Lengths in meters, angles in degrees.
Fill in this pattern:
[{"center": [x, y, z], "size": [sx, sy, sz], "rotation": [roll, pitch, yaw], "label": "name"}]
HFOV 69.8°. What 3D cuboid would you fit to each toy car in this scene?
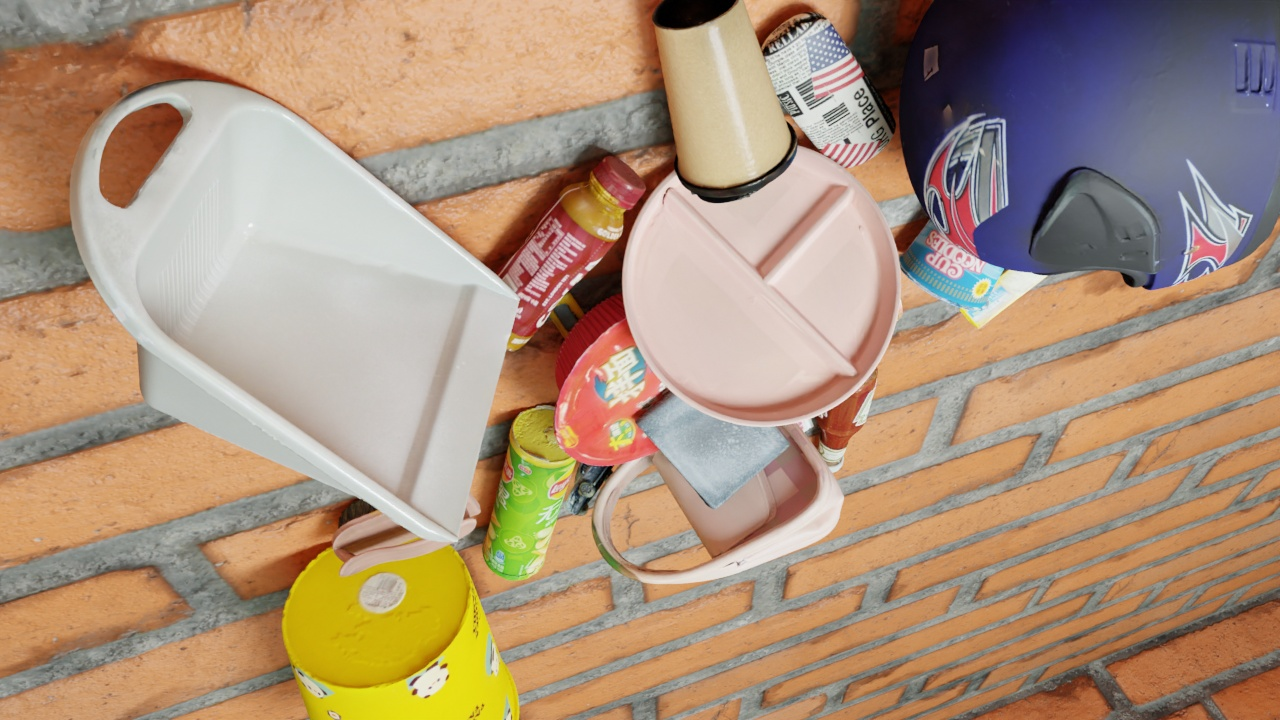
[{"center": [-0.051, 0.122, 0.954], "size": [0.090, 0.034, 0.043], "rotation": [-53, 171, -42], "label": "toy car"}]

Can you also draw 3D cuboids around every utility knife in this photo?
[{"center": [-0.056, -0.019, 0.834], "size": [0.033, 0.015, 0.171], "rotation": [-30, 142, 1], "label": "utility knife"}]

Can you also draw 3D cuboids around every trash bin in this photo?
[{"center": [-0.256, 0.326, 0.977], "size": [0.229, 0.229, 0.256], "rotation": [-14, 135, -14], "label": "trash bin"}]

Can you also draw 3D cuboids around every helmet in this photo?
[{"center": [0.319, -0.174, 0.680], "size": [0.241, 0.246, 0.315], "rotation": [-6, 151, 21], "label": "helmet"}]

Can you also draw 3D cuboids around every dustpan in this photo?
[{"center": [-0.195, -0.047, 0.559], "size": [0.257, 0.222, 0.143], "rotation": [19, 139, -14], "label": "dustpan"}]

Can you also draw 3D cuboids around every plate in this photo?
[{"center": [0.097, -0.062, 0.741], "size": [0.229, 0.229, 0.028], "rotation": [-18, -177, -8], "label": "plate"}]

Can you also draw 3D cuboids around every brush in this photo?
[{"center": [-0.234, 0.161, 0.904], "size": [0.145, 0.073, 0.063], "rotation": [-22, 143, -1], "label": "brush"}]

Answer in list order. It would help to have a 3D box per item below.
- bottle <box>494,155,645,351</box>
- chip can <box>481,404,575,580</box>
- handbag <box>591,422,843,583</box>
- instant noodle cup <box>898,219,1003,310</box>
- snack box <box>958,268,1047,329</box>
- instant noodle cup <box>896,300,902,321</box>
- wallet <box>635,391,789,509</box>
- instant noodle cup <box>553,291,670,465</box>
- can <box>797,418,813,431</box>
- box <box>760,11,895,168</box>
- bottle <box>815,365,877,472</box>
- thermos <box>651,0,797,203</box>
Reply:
[{"center": [-0.066, -0.083, 0.720], "size": [0.057, 0.057, 0.175], "rotation": [20, 124, -43], "label": "bottle"}, {"center": [-0.115, 0.144, 0.949], "size": [0.072, 0.072, 0.222], "rotation": [-5, 138, -24], "label": "chip can"}, {"center": [0.061, 0.131, 0.914], "size": [0.234, 0.193, 0.093], "rotation": [-31, 144, -3], "label": "handbag"}, {"center": [0.312, -0.119, 0.864], "size": [0.099, 0.099, 0.110], "rotation": [3, 127, -31], "label": "instant noodle cup"}, {"center": [0.387, -0.095, 0.936], "size": [0.141, 0.034, 0.086], "rotation": [-40, -178, 21], "label": "snack box"}, {"center": [0.159, -0.053, 0.825], "size": [0.108, 0.138, 0.138], "rotation": [-36, 142, 1], "label": "instant noodle cup"}, {"center": [0.067, 0.068, 0.843], "size": [0.097, 0.019, 0.121], "rotation": [-40, 109, 1], "label": "wallet"}, {"center": [-0.005, 0.005, 0.832], "size": [0.193, 0.066, 0.194], "rotation": [-22, 139, -21], "label": "instant noodle cup"}, {"center": [0.121, 0.081, 1.018], "size": [0.133, 0.053, 0.053], "rotation": [-27, 142, 3], "label": "can"}, {"center": [0.146, -0.207, 0.712], "size": [0.068, 0.051, 0.164], "rotation": [-45, 140, 9], "label": "box"}, {"center": [0.229, 0.066, 1.057], "size": [0.059, 0.059, 0.206], "rotation": [-18, 145, -10], "label": "bottle"}, {"center": [0.056, -0.186, 0.648], "size": [0.093, 0.093, 0.143], "rotation": [-25, 134, 0], "label": "thermos"}]
